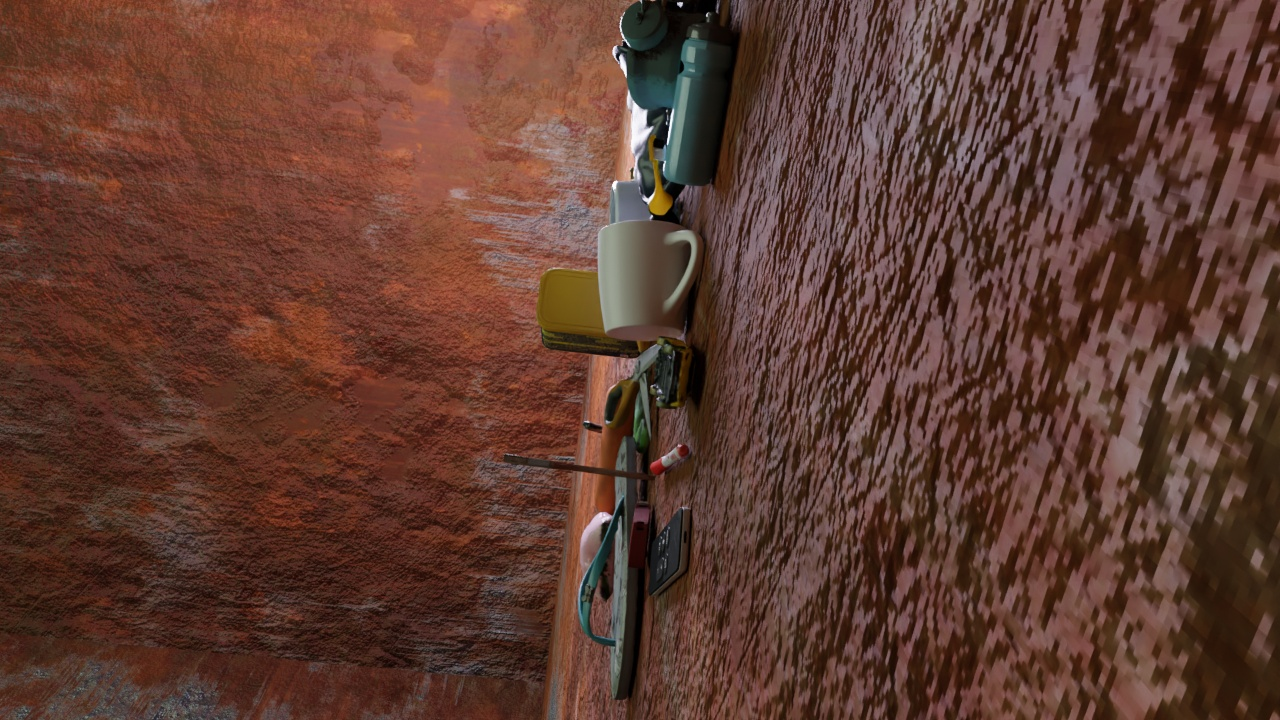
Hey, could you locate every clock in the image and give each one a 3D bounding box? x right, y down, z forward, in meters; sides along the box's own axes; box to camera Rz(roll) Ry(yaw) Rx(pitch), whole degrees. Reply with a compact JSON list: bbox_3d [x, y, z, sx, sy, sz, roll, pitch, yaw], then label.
[{"bbox_3d":[0.025,-0.261,0.751,0.089,0.053,0.124,-55,-29,-30],"label":"clock"},{"bbox_3d":[0.000,-0.133,0.942,0.083,0.057,0.117,118,150,-75],"label":"clock"}]

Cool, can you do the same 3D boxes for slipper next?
[{"bbox_3d":[0.010,-0.279,0.860,0.109,0.083,0.265,13,97,64],"label":"slipper"},{"bbox_3d":[-0.030,0.194,0.914,0.098,0.054,0.268,109,165,-56],"label":"slipper"}]

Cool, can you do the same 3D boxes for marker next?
[{"bbox_3d":[0.023,0.080,0.745,0.142,0.013,0.012,120,156,-76],"label":"marker"}]

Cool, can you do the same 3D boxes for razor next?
[{"bbox_3d":[-0.046,0.089,1.175,0.106,0.026,0.042,26,-109,-64],"label":"razor"}]

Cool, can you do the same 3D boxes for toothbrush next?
[{"bbox_3d":[0.019,-0.139,0.824,0.197,0.031,0.031,77,-148,-66],"label":"toothbrush"}]

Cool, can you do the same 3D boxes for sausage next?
[{"bbox_3d":[-0.030,0.108,1.134,0.044,0.039,0.164,94,-178,-75],"label":"sausage"}]

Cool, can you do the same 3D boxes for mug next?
[{"bbox_3d":[0.014,-0.068,0.775,0.114,0.080,0.087,-13,74,52],"label":"mug"}]

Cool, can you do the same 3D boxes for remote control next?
[{"bbox_3d":[0.021,0.149,0.701,0.147,0.008,0.045,110,166,-67],"label":"remote control"}]

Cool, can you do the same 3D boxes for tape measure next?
[{"bbox_3d":[0.001,0.163,0.845,0.059,0.019,0.051,-75,-9,-77],"label":"tape measure"}]

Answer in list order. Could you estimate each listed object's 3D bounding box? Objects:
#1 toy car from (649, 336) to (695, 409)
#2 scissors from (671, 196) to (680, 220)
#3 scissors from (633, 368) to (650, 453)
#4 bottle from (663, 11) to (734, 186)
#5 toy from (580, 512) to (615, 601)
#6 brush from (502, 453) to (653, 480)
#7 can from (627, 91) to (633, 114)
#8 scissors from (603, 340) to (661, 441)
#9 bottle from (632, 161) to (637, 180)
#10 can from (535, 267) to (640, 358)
[{"bbox_3d":[0.026,0.009,0.707,0.107,0.030,0.049,-105,24,-82],"label":"toy car"},{"bbox_3d":[0.030,-0.148,0.984,0.133,0.011,0.140,-97,14,-60],"label":"scissors"},{"bbox_3d":[-0.002,0.087,1.034,0.172,0.024,0.165,116,155,-67],"label":"scissors"},{"bbox_3d":[0.047,-0.205,0.722,0.040,0.040,0.130,-96,15,-69],"label":"bottle"},{"bbox_3d":[-0.047,0.227,1.097,0.093,0.050,0.102,-137,51,-80],"label":"toy"},{"bbox_3d":[-0.058,0.103,0.879,0.045,0.143,0.008,76,-159,-80],"label":"brush"},{"bbox_3d":[0.023,-0.309,0.980,0.114,0.063,0.063,106,170,-60],"label":"can"},{"bbox_3d":[-0.006,0.005,0.980,0.230,0.016,0.224,116,156,-49],"label":"scissors"},{"bbox_3d":[0.012,-0.205,1.072,0.136,0.044,0.044,103,172,-50],"label":"bottle"},{"bbox_3d":[-0.054,-0.053,1.101,0.104,0.135,0.075,105,171,-74],"label":"can"}]
